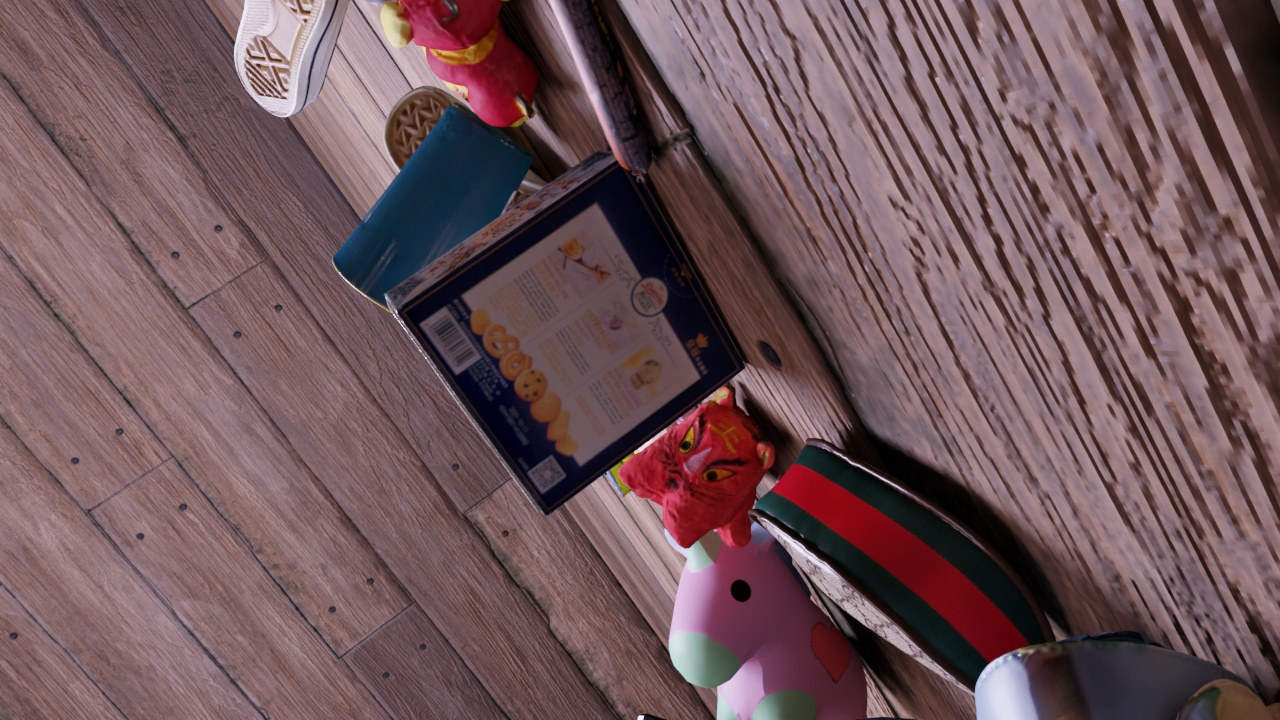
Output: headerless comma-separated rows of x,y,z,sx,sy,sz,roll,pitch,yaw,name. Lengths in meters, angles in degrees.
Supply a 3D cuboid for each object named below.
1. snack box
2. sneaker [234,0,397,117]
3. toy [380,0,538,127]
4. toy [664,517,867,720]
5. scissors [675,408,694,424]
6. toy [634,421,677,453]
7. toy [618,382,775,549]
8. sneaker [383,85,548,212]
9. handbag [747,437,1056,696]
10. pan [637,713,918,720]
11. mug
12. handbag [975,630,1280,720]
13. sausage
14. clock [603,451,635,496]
-0.036,-0.015,0.499,0.144,0.145,0.042,59,169,-24,snack box
-0.225,-0.271,0.640,0.118,0.087,0.242,43,144,-1,sneaker
-0.093,-0.169,0.498,0.105,0.067,0.137,45,175,7,toy
0.103,0.206,0.683,0.222,0.170,0.120,27,148,-37,toy
-0.004,-0.001,0.640,0.170,0.014,0.169,43,166,-13,scissors
0.024,0.076,0.759,0.092,0.043,0.118,52,166,12,toy
0.058,0.066,0.602,0.088,0.094,0.132,42,-167,14,toy
-0.086,-0.096,0.633,0.235,0.087,0.079,46,-170,23,sneaker
0.126,0.108,0.451,0.138,0.063,0.166,50,171,-30,handbag
0.130,0.276,0.551,0.356,0.043,0.204,0,128,40,pan
-0.122,-0.090,0.561,0.078,0.121,0.078,35,-170,-7,mug
0.180,0.172,0.309,0.192,0.119,0.121,53,-148,-45,handbag
-0.024,-0.142,0.404,0.020,0.020,0.155,39,161,49,sausage
-0.015,0.092,0.897,0.083,0.057,0.119,62,170,-27,clock
